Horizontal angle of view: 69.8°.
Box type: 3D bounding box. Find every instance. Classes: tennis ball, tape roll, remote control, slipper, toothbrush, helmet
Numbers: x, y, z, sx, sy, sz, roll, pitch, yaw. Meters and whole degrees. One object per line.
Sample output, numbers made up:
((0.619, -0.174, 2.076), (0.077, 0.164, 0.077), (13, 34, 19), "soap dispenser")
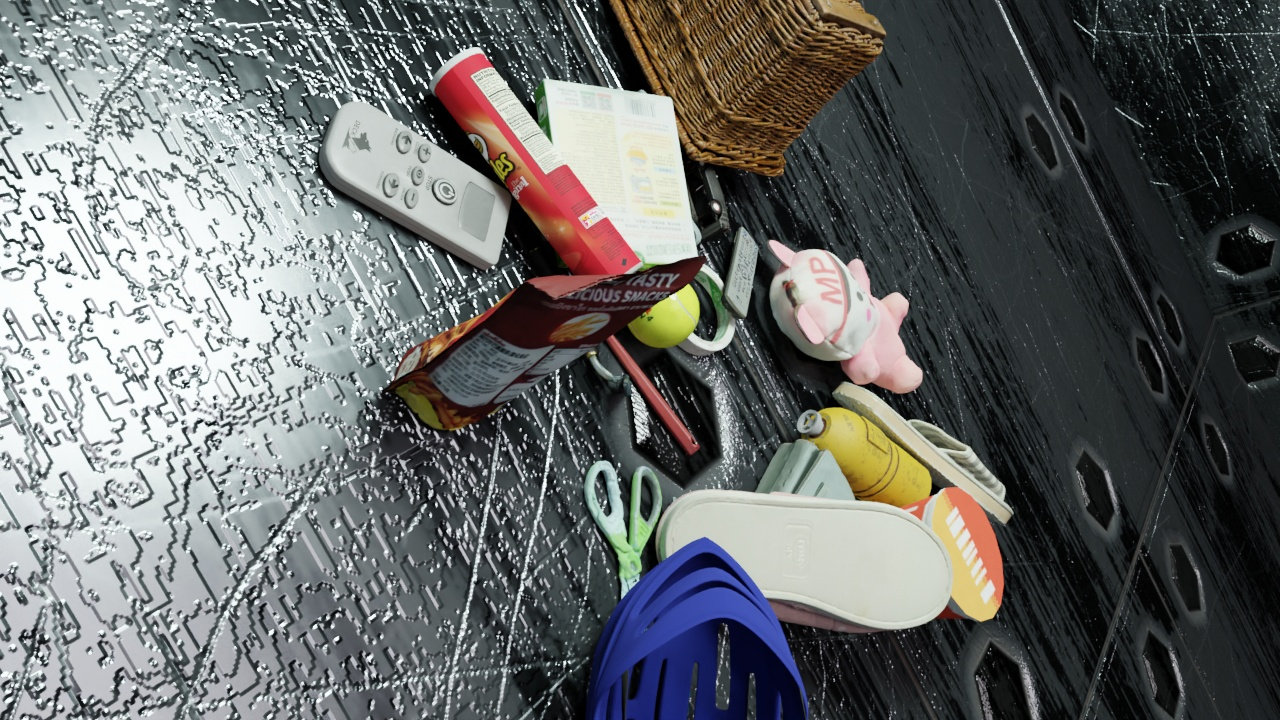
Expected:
((0.019, -0.044, 0.802), (0.065, 0.065, 0.065), (21, 58, -38), "tennis ball")
((0.053, -0.051, 0.876), (0.093, 0.018, 0.093), (20, 59, -38), "tape roll")
((-0.165, -0.133, 0.691), (0.151, 0.019, 0.074), (29, 54, -33), "remote control")
((0.140, 0.167, 0.779), (0.274, 0.054, 0.114), (13, 81, -16), "slipper")
((0.321, 0.098, 1.018), (0.272, 0.114, 0.054), (35, 92, -25), "slipper")
((-0.005, 0.005, 0.793), (0.190, 0.017, 0.016), (54, 40, -13), "toothbrush")
((0.044, 0.238, 0.588), (0.147, 0.228, 0.241), (9, 81, -9), "helmet")
((0.102, -0.090, 0.926), (0.033, 0.013, 0.136), (49, 34, -23), "remote control")

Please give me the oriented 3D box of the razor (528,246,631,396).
((-0.052, -0.030, 0.761), (0.144, 0.022, 0.043), (57, 1, -3), "razor")

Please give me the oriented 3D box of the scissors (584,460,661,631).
((-0.001, 0.165, 0.727), (0.092, 0.032, 0.175), (5, 73, -46), "scissors")

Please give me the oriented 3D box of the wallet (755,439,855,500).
((0.150, 0.149, 0.862), (0.100, 0.054, 0.131), (51, 49, -15), "wallet")

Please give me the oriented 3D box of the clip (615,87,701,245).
((-0.005, -0.182, 0.871), (0.114, 0.028, 0.163), (-13, 81, -46), "clip")

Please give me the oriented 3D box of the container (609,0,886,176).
((0.106, -0.343, 0.911), (0.162, 0.184, 0.249), (-5, 65, -48), "container")

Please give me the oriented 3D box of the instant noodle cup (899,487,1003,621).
((0.267, 0.198, 0.901), (0.123, 0.121, 0.123), (21, 58, -38), "instant noodle cup")

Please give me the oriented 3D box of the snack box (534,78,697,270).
((-0.021, -0.163, 0.818), (0.131, 0.027, 0.168), (-1, 75, -30), "snack box")

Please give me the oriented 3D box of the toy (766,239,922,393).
((0.217, -0.044, 0.989), (0.213, 0.084, 0.141), (23, 53, -39), "toy")

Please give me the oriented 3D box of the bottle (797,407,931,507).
((0.223, 0.098, 0.940), (0.163, 0.071, 0.070), (34, 51, -30), "bottle")

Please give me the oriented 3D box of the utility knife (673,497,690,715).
((0.030, 0.201, 0.742), (0.031, 0.015, 0.185), (24, 55, -40), "utility knife")

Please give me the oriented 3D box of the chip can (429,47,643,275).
((-0.082, -0.147, 0.735), (0.214, 0.052, 0.051), (52, 43, -3), "chip can")

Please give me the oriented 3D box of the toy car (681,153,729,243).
((0.063, -0.165, 0.919), (0.037, 0.040, 0.092), (-3, 72, -46), "toy car")

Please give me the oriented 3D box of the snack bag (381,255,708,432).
((-0.067, -0.012, 0.595), (0.138, 0.209, 0.066), (-6, 76, -46), "snack bag")
